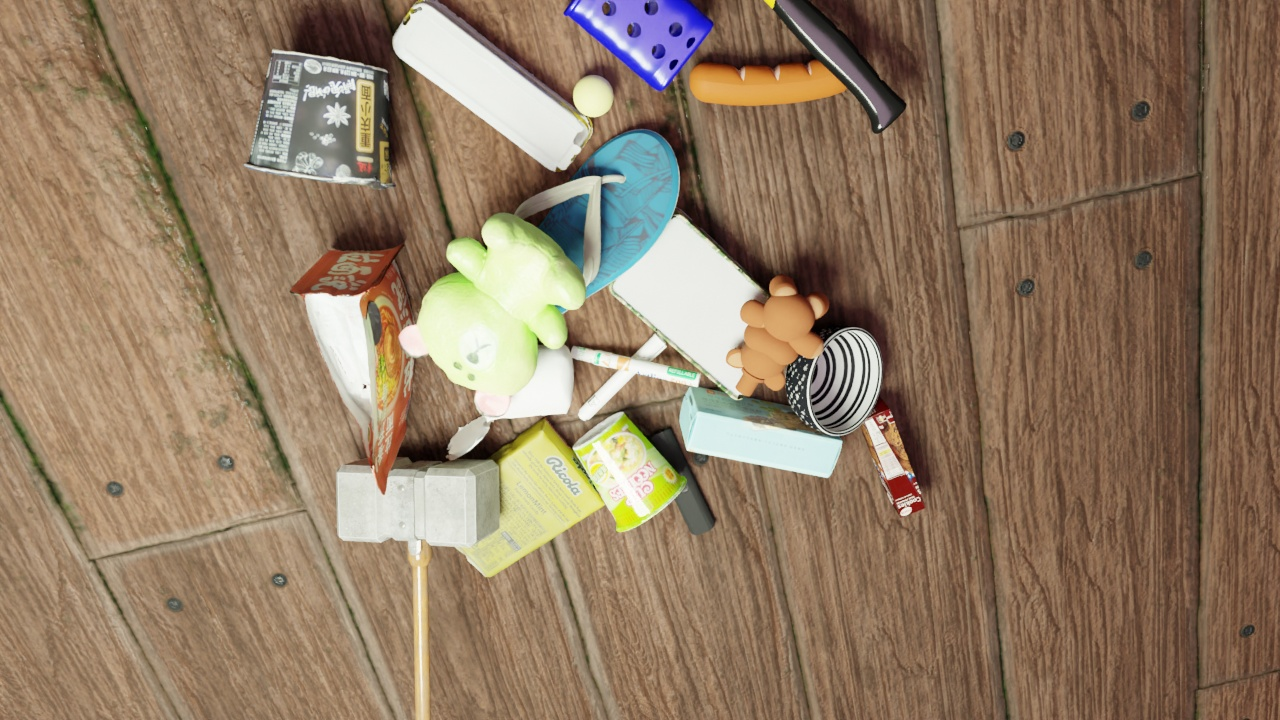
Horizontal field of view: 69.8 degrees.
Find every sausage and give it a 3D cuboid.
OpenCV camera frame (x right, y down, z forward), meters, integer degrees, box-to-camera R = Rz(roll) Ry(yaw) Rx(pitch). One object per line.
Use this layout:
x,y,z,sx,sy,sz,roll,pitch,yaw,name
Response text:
0.131,-0.278,0.914,0.164,0.039,0.044,-4,108,-2,sausage

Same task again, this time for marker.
-0.006,0.006,1.011,0.145,0.017,0.017,13,111,9,marker
-0.022,0.021,1.035,0.134,0.017,0.020,-45,70,13,marker

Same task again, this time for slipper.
-0.079,-0.115,0.937,0.295,0.060,0.118,-39,84,14,slipper

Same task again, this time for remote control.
0.048,0.144,1.091,0.033,0.015,0.147,-23,111,6,remote control

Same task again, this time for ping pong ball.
-0.047,-0.262,0.909,0.040,0.040,0.040,-1,112,-3,ping pong ball

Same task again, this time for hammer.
0.133,-0.345,0.869,0.323,0.029,0.127,43,98,-9,hammer
-0.243,0.271,1.015,0.163,0.082,0.317,0,93,14,hammer

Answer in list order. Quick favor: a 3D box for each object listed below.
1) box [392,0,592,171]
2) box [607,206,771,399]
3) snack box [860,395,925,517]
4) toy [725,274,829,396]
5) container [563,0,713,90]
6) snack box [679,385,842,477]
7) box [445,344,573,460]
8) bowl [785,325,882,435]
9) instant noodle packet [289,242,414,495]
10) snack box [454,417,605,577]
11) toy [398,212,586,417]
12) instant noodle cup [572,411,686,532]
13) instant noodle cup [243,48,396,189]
-0.143,-0.271,0.907,0.209,0.037,0.064,35,111,-16,box
0.071,-0.060,0.994,0.205,0.051,0.118,38,101,-18,box
0.290,0.110,1.074,0.032,0.051,0.141,-23,111,5,snack box
0.140,-0.021,0.962,0.095,0.065,0.128,30,115,4,toy
-0.002,-0.323,0.864,0.113,0.084,0.085,36,104,-17,container
0.134,0.080,1.039,0.174,0.075,0.053,13,109,-8,snack box
-0.148,0.047,1.007,0.156,0.084,0.126,-4,118,-1,box
0.203,0.018,1.016,0.120,0.066,0.120,-9,106,-35,bowl
-0.275,0.007,0.936,0.084,0.164,0.221,-6,111,-3,instant noodle packet
-0.146,0.163,1.072,0.181,0.045,0.121,-35,108,12,snack box
-0.140,-0.052,0.900,0.150,0.107,0.197,38,127,-15,toy
-0.017,0.121,1.035,0.099,0.098,0.108,-34,97,10,instant noodle cup
-0.296,-0.227,0.864,0.137,0.137,0.112,8,103,-7,instant noodle cup
